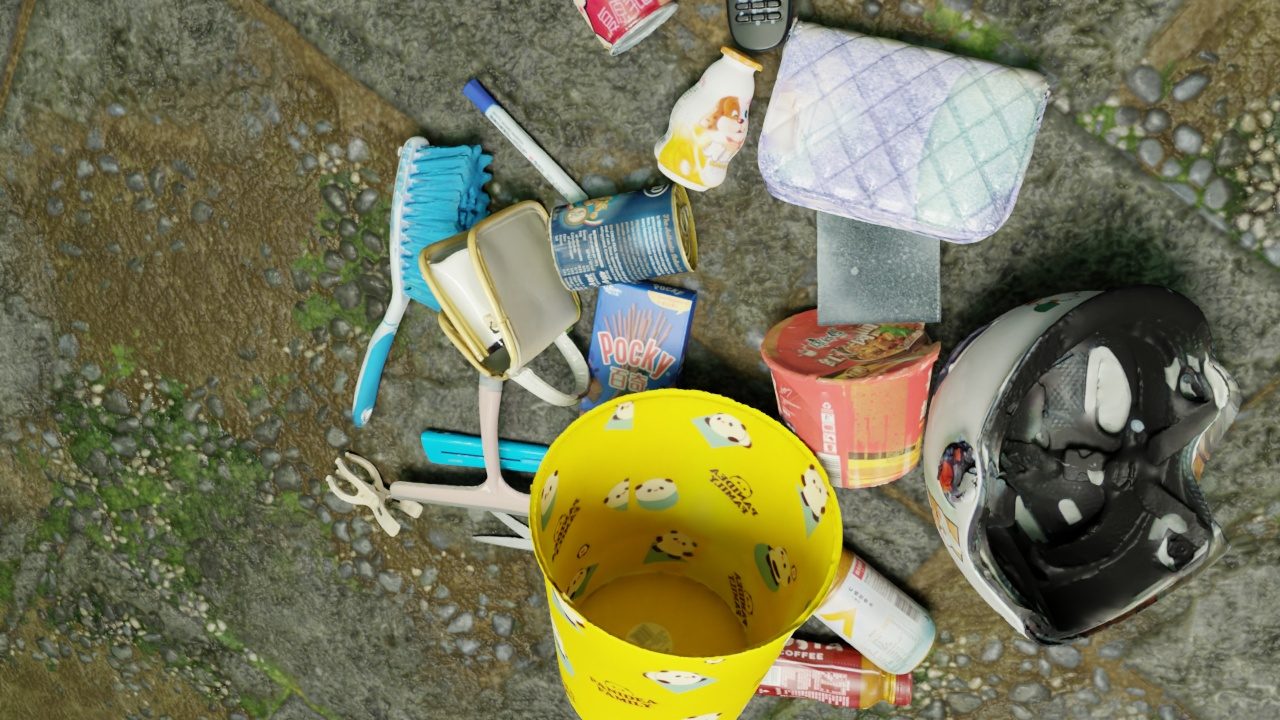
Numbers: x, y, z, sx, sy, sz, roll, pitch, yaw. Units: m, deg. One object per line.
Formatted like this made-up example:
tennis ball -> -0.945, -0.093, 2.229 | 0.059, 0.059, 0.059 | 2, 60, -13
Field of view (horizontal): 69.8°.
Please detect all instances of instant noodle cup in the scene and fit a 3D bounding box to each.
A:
instant noodle cup -> 0.169, 0.030, 0.747 | 0.138, 0.137, 0.109 | -1, 118, 15

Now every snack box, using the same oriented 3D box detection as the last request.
snack box -> -0.005, 0.005, 0.836 | 0.084, 0.026, 0.157 | 15, 112, 11

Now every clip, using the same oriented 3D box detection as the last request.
clip -> -0.276, 0.137, 0.950 | 0.100, 0.071, 0.035 | 36, 113, 7

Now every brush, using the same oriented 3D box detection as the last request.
brush -> -0.211, -0.058, 0.858 | 0.109, 0.060, 0.315 | 18, 115, 14

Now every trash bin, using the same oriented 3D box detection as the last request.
trash bin -> 0.025, 0.192, 0.762 | 0.230, 0.228, 0.256 | 15, 139, 9

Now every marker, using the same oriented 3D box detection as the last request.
marker -> -0.098, -0.186, 0.797 | 0.146, 0.016, 0.017 | 46, 114, -4

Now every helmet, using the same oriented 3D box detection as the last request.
helmet -> 0.309, 0.067, 0.697 | 0.229, 0.157, 0.274 | -20, 108, -14

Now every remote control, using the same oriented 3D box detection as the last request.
remote control -> 0.090, -0.307, 0.699 | 0.053, 0.024, 0.136 | 2, 109, 16

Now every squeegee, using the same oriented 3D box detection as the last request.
squeegee -> -0.138, 0.033, 0.859 | 0.248, 0.040, 0.250 | 4, 102, 18

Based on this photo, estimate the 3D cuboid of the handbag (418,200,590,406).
handbag -> -0.102, -0.034, 0.772 | 0.063, 0.163, 0.179 | -19, 103, 22

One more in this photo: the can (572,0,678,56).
can -> -0.023, -0.294, 0.710 | 0.067, 0.066, 0.094 | -32, 99, 23

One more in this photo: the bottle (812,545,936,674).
bottle -> 0.178, 0.205, 0.837 | 0.189, 0.067, 0.068 | 38, 114, 2

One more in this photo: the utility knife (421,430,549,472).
utility knife -> -0.103, 0.096, 0.900 | 0.238, 0.018, 0.034 | 5, 110, 12

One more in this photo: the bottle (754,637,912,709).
bottle -> 0.169, 0.298, 0.879 | 0.175, 0.057, 0.057 | 4, 110, 13

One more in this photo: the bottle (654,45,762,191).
bottle -> 0.056, -0.192, 0.728 | 0.063, 0.063, 0.109 | 29, 113, 3

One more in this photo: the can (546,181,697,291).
can -> -0.014, -0.102, 0.770 | 0.111, 0.075, 0.075 | -9, 107, 15

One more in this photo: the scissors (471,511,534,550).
scissors -> -0.088, 0.196, 0.936 | 0.163, 0.012, 0.164 | -19, 103, 22

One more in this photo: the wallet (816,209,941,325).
wallet -> 0.190, -0.089, 0.734 | 0.097, 0.019, 0.121 | -1, 86, 14

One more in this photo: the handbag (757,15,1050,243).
handbag -> 0.189, -0.170, 0.689 | 0.194, 0.075, 0.134 | 17, 96, 8
